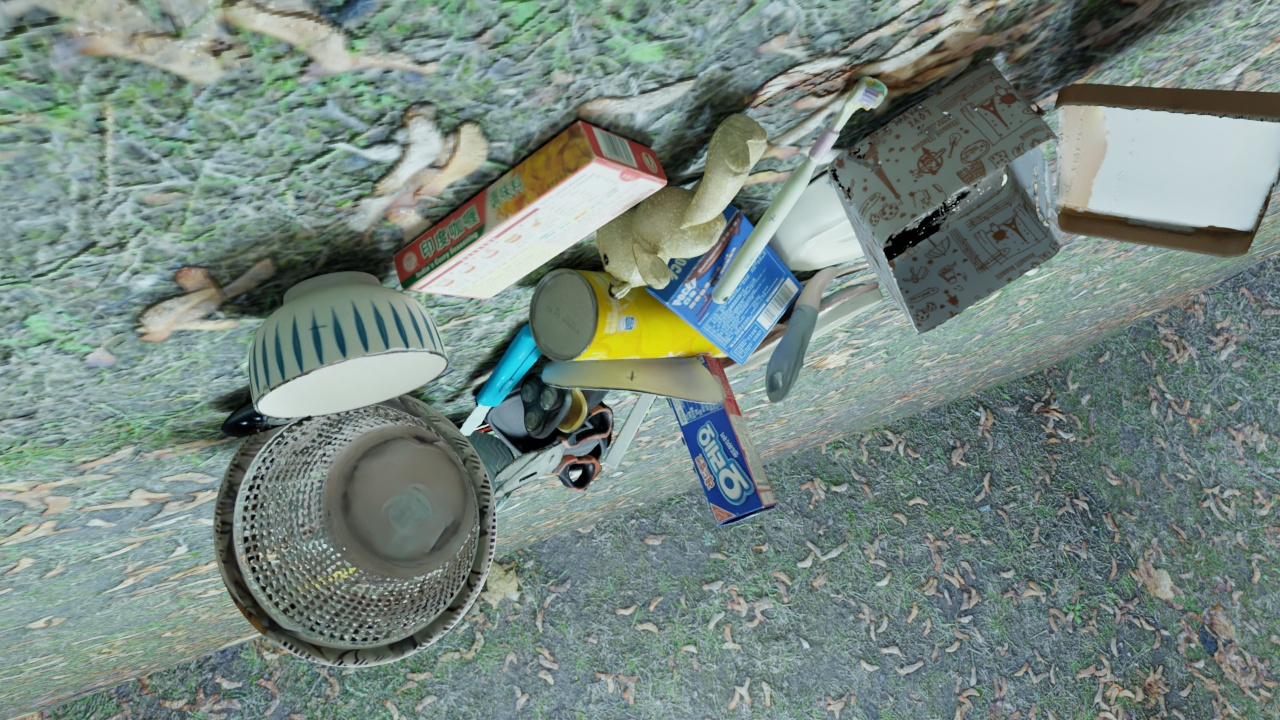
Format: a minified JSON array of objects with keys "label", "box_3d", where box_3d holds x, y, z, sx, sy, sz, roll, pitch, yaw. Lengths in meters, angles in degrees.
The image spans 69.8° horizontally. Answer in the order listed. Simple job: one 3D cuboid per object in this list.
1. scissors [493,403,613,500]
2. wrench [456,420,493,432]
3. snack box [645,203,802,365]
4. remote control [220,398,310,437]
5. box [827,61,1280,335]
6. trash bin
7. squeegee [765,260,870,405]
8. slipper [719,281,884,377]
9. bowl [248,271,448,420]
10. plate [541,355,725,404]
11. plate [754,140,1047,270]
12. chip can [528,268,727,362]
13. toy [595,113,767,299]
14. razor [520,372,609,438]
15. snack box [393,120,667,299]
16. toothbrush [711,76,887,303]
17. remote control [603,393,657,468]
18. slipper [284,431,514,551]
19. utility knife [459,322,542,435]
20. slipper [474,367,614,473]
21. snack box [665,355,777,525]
[{"label":"scissors","box_3d":[-0.081,0.104,0.888,0.015,0.205,0.197,16,143,22]},{"label":"wrench","box_3d":[-0.175,0.074,1.031,0.273,0.016,0.056,-16,161,-19]},{"label":"snack box","box_3d":[0.070,-0.056,0.710,0.084,0.026,0.157,-52,149,3]},{"label":"remote control","box_3d":[-0.256,0.027,0.710,0.136,0.024,0.053,-19,167,-4]},{"label":"box","box_3d":[0.279,-0.116,0.635,0.274,0.125,0.179,-10,157,21]},{"label":"trash bin","box_3d":[-0.233,0.137,0.829,0.227,0.227,0.192,-20,179,-3]},{"label":"squeegee","box_3d":[0.147,-0.040,0.788,0.248,0.040,0.248,-16,-159,34]},{"label":"slipper","box_3d":[0.147,-0.034,0.976,0.114,0.054,0.275,-21,175,-31]},{"label":"bowl","box_3d":[-0.183,-0.013,0.563,0.116,0.066,0.116,-17,169,-4]},{"label":"plate","box_3d":[-0.005,0.005,0.841,0.164,0.034,0.163,7,-173,-2]},{"label":"plate","box_3d":[0.220,-0.129,0.767,0.265,0.034,0.162,-17,166,-15]},{"label":"chip can","box_3d":[0.008,-0.037,0.749,0.072,0.072,0.213,-30,162,35]},{"label":"toy","box_3d":[0.023,-0.095,0.574,0.158,0.066,0.104,-39,-158,51]},{"label":"razor","box_3d":[-0.065,0.028,0.898,0.062,0.067,0.167,-53,172,20]},{"label":"snack box","box_3d":[-0.067,-0.083,0.548,0.156,0.027,0.077,-28,165,29]},{"label":"toothbrush","box_3d":[0.098,-0.105,0.609,0.029,0.020,0.190,-8,145,-41]},{"label":"remote control","box_3d":[0.000,0.057,1.036,0.135,0.019,0.056,-61,178,16]},{"label":"slipper","box_3d":[-0.250,0.152,0.978,0.245,0.104,0.074,-13,148,-6]},{"label":"utility knife","box_3d":[-0.129,0.023,0.844,0.034,0.018,0.217,-8,156,-35]},{"label":"slipper","box_3d":[-0.095,0.085,1.002,0.111,0.083,0.268,-24,158,7]},{"label":"snack box","box_3d":[0.075,0.066,0.950,0.057,0.207,0.058,-26,166,19]}]
